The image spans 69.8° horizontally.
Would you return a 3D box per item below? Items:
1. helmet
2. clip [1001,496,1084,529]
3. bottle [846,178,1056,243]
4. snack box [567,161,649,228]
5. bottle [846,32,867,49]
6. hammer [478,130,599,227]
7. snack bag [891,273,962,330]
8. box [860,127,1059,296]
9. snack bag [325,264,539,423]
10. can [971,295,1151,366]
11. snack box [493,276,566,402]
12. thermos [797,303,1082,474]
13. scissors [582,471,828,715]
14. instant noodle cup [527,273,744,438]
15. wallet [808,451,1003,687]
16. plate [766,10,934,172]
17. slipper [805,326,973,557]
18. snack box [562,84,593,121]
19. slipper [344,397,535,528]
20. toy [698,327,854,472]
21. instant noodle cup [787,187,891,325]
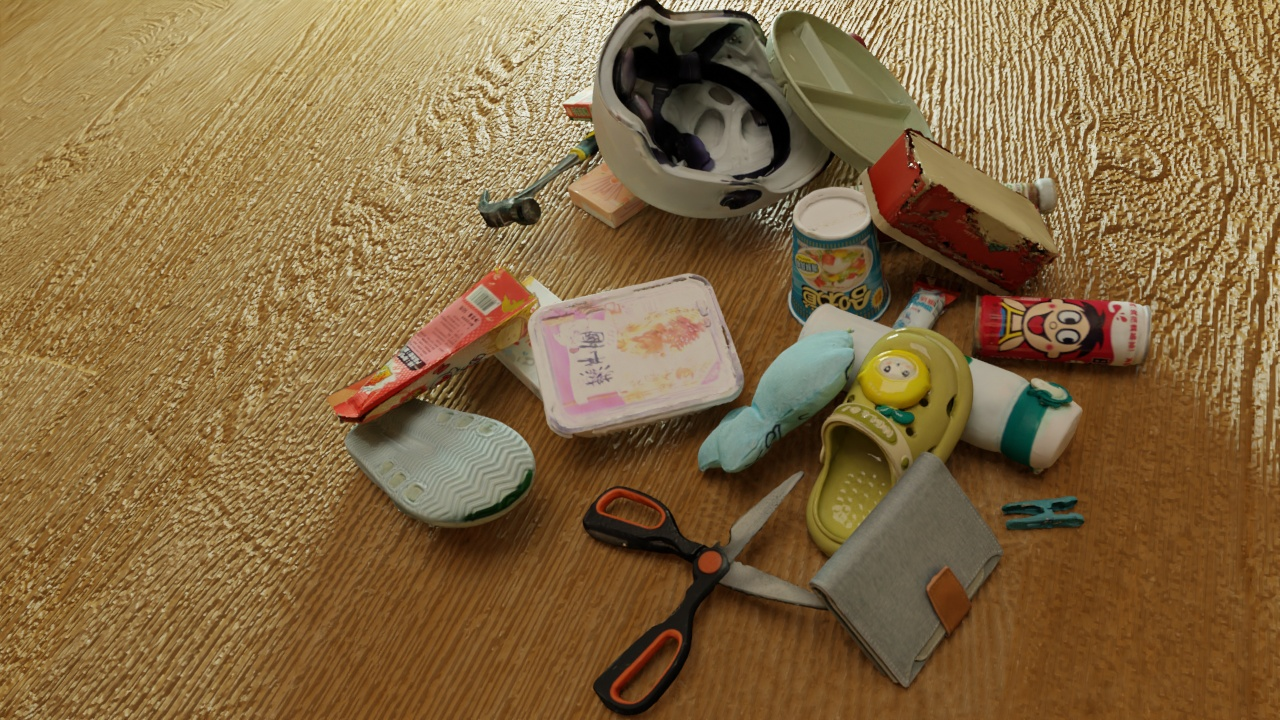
[{"bbox_3d":[0.063,-0.242,0.972,0.258,0.146,0.228,6,66,-21],"label":"helmet"},{"bbox_3d":[0.301,0.115,0.686,0.057,0.014,0.046,-7,49,12],"label":"clip"},{"bbox_3d":[0.293,-0.150,0.895,0.206,0.060,0.059,-4,48,13],"label":"bottle"},{"bbox_3d":[0.001,-0.219,1.068,0.157,0.026,0.084,-39,50,-18],"label":"snack box"},{"bbox_3d":[0.201,-0.327,1.085,0.057,0.057,0.174,31,64,36],"label":"bottle"},{"bbox_3d":[-0.069,-0.254,1.100,0.126,0.032,0.322,7,44,48],"label":"hammer"},{"bbox_3d":[0.249,-0.036,0.830,0.048,0.026,0.104,19,56,40],"label":"snack bag"},{"bbox_3d":[0.287,-0.132,0.807,0.168,0.078,0.091,22,43,-23],"label":"box"},{"bbox_3d":[-0.194,-0.006,0.856,0.207,0.073,0.129,-35,19,-16],"label":"snack bag"},{"bbox_3d":[0.350,-0.025,0.771,0.133,0.053,0.053,5,50,20],"label":"can"},{"bbox_3d":[-0.099,-0.020,0.918,0.084,0.027,0.157,-37,50,-17],"label":"snack box"},{"bbox_3d":[0.239,0.018,0.749,0.224,0.073,0.073,25,60,33],"label":"thermos"},{"bbox_3d":[0.037,0.160,0.702,0.230,0.022,0.221,-46,47,-13],"label":"scissors"},{"bbox_3d":[-0.005,0.005,0.826,0.173,0.060,0.137,-14,59,-3],"label":"instant noodle cup"},{"bbox_3d":[0.192,0.146,0.638,0.129,0.106,0.037,-44,12,-19],"label":"wallet"},{"bbox_3d":[0.219,-0.272,0.955,0.028,0.230,0.229,-43,36,42],"label":"plate"},{"bbox_3d":[0.181,0.061,0.686,0.092,0.081,0.190,23,87,30],"label":"slipper"},{"bbox_3d":[-0.030,-0.318,1.108,0.077,0.027,0.156,-37,28,-14],"label":"snack box"},{"bbox_3d":[-0.181,0.095,0.810,0.103,0.074,0.246,-44,36,-25],"label":"slipper"},{"bbox_3d":[0.115,0.030,0.743,0.050,0.162,0.156,41,73,-9],"label":"toy"},{"bbox_3d":[0.181,-0.096,0.846,0.099,0.110,0.099,-8,47,8],"label":"instant noodle cup"}]
